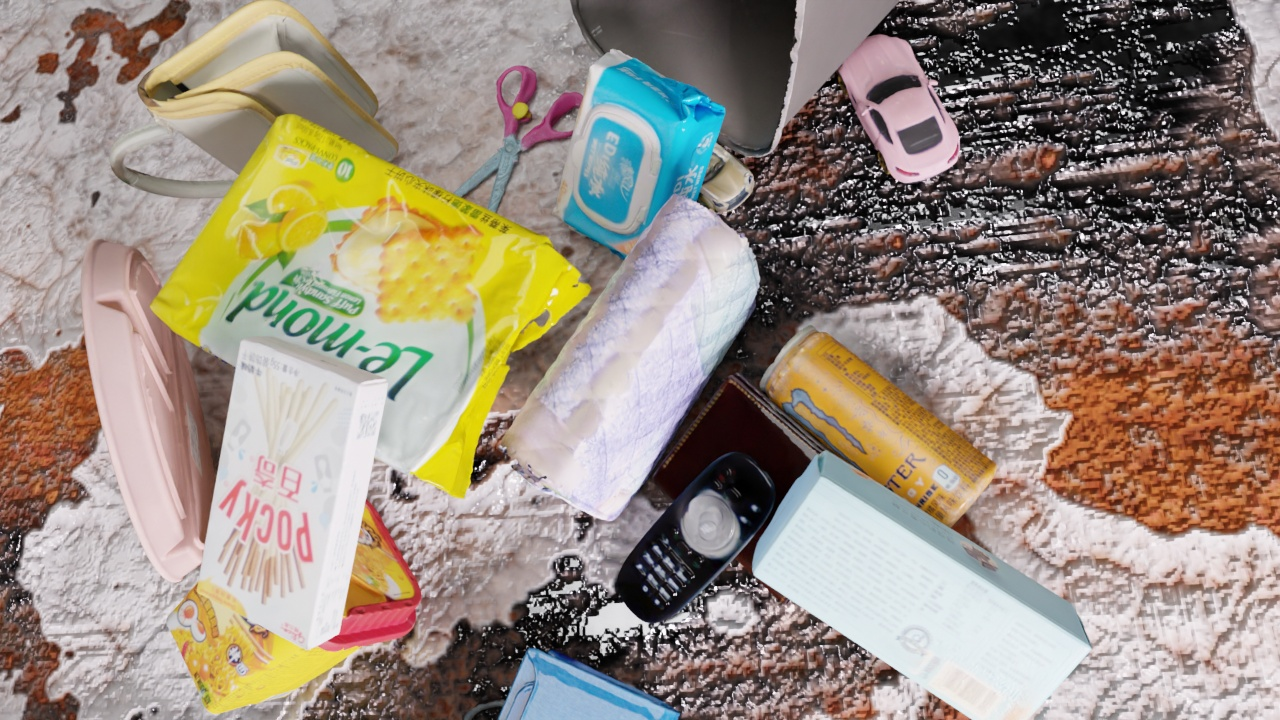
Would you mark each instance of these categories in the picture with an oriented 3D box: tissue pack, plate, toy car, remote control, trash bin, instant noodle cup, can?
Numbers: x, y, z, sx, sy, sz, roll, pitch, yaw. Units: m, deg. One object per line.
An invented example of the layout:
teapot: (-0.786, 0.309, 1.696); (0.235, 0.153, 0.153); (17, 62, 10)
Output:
tissue pack: (-0.004, -0.134, 0.633); (0.090, 0.140, 0.063); (34, 39, 19)
plate: (-0.319, 0.031, 0.610); (0.028, 0.230, 0.229); (-13, 70, -19)
toy car: (0.181, -0.181, 0.649); (0.056, 0.037, 0.122); (-22, 70, 4)
remote control: (0.036, 0.114, 0.587); (0.053, 0.024, 0.137); (47, 112, 20)
toy car: (0.043, -0.146, 0.670); (0.042, 0.035, 0.090); (-43, 72, -1)
trash bin: (0.090, -0.296, 0.610); (0.199, 0.199, 0.219); (40, 70, 20)
instant noodle cup: (-0.232, 0.161, 0.607); (0.124, 0.116, 0.116); (-41, 70, 11)
can: (0.148, 0.043, 0.579); (0.146, 0.058, 0.058); (41, 86, 20)

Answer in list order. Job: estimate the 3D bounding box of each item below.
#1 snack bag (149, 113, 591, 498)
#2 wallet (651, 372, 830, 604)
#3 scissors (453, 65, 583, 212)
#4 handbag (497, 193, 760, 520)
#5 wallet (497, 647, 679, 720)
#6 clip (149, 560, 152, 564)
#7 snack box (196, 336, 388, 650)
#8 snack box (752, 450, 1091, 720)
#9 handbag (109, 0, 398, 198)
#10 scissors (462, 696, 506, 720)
snack bag: (-0.168, -0.040, 0.566); (0.246, 0.068, 0.158); (28, 82, 18)
wallet: (0.077, 0.081, 0.590); (0.122, 0.020, 0.096); (42, 107, 19)
scissors: (-0.091, -0.166, 0.717); (0.105, 0.017, 0.136); (13, 82, 10)
handbag: (-0.004, 0.003, 0.584); (0.075, 0.134, 0.193); (31, 82, 17)
wallet: (-0.048, 0.256, 0.561); (0.106, 0.040, 0.133); (21, 77, 9)
clip: (-0.354, 0.128, 0.687); (0.024, 0.029, 0.056); (-13, 65, 7)
snack box: (-0.195, 0.072, 0.510); (0.085, 0.026, 0.157); (18, 101, 20)
snack box: (0.156, 0.131, 0.524); (0.175, 0.051, 0.074); (32, 108, 6)
handbag: (-0.289, -0.162, 0.680); (0.179, 0.163, 0.063); (-29, 71, 5)
scissors: (-0.040, 0.262, 0.584); (0.159, 0.014, 0.173); (39, 83, 17)
